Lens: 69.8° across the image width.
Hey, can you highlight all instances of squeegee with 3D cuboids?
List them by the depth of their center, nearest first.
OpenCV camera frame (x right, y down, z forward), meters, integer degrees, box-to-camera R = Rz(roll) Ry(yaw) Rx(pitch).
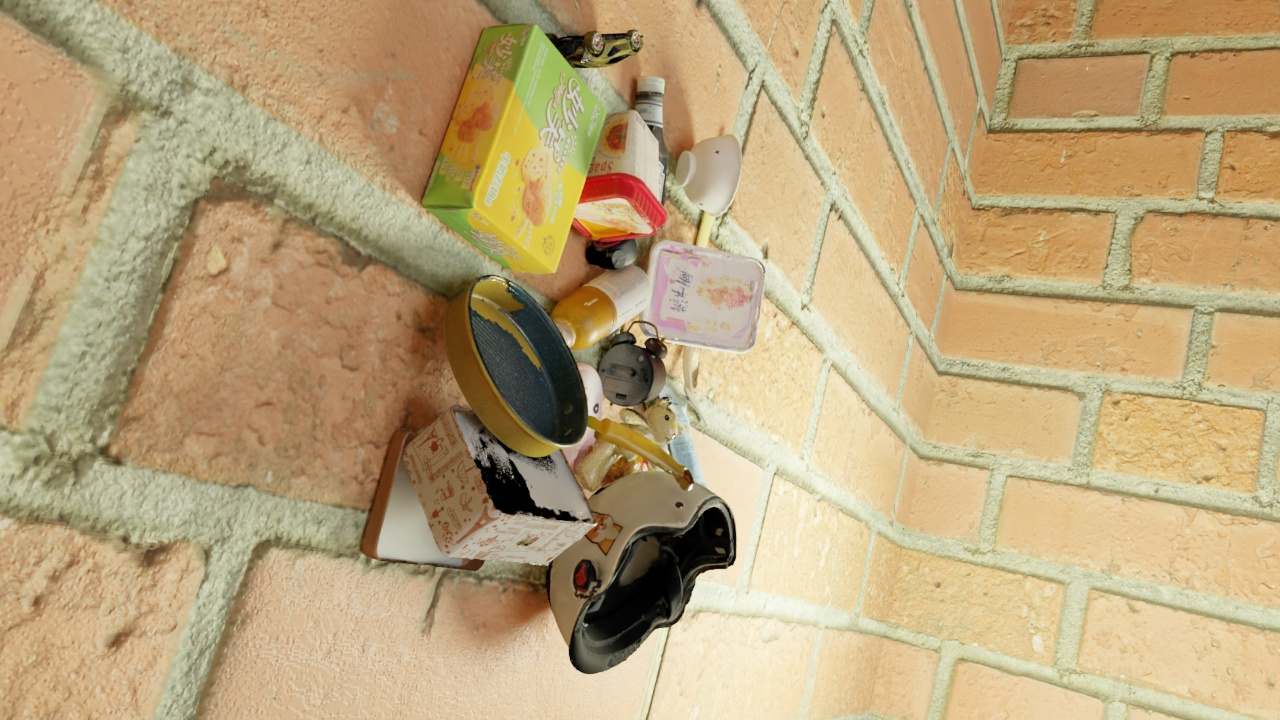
[{"bbox_3d":[0.088,-0.037,1.407,0.246,0.039,0.246,51,47,-74],"label":"squeegee"}]

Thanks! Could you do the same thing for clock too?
[{"bbox_3d":[-0.007,0.007,1.210,0.055,0.082,0.122,2,100,-64],"label":"clock"}]

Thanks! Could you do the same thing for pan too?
[{"bbox_3d":[-0.067,0.048,0.986,0.357,0.078,0.197,48,25,-33],"label":"pan"}]

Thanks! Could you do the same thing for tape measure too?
[{"bbox_3d":[-0.034,-0.142,1.151,0.057,0.057,0.039,-44,133,-35],"label":"tape measure"}]

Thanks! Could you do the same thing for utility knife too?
[{"bbox_3d":[0.115,-0.250,1.415,0.031,0.022,0.216,28,80,-59],"label":"utility knife"}]

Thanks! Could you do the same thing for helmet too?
[{"bbox_3d":[-0.018,0.246,1.170,0.274,0.157,0.230,-47,145,3],"label":"helmet"}]

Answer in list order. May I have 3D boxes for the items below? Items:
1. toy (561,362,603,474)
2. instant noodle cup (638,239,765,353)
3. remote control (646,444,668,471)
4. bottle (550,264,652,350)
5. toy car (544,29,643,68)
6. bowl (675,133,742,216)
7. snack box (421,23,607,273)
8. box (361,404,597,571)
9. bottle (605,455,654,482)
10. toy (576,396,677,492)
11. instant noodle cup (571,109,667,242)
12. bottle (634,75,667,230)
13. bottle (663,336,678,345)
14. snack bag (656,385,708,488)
[{"bbox_3d":[-0.085,0.083,1.131,0.121,0.054,0.160,-39,138,-49],"label":"toy"},{"bbox_3d":[0.081,-0.087,1.287,0.173,0.060,0.138,9,90,-16],"label":"instant noodle cup"},{"bbox_3d":[0.019,0.159,1.354,0.049,0.024,0.125,21,79,-60],"label":"remote control"},{"bbox_3d":[-0.055,-0.061,1.122,0.189,0.068,0.068,-38,129,-50],"label":"bottle"},{"bbox_3d":[-0.052,-0.357,1.049,0.157,0.070,0.042,-34,127,-51],"label":"toy car"},{"bbox_3d":[0.089,-0.269,1.306,0.064,0.118,0.118,7,92,-21],"label":"bowl"},{"bbox_3d":[-0.125,-0.217,0.960,0.157,0.070,0.209,37,66,-56],"label":"snack box"},{"bbox_3d":[-0.181,0.150,0.943,0.175,0.152,0.182,-41,149,16],"label":"box"},{"bbox_3d":[0.010,0.185,1.282,0.175,0.058,0.057,53,52,-38],"label":"bottle"},{"bbox_3d":[-0.016,0.108,1.161,0.157,0.066,0.105,-36,142,-21],"label":"toy"},{"bbox_3d":[-0.031,-0.220,1.092,0.116,0.116,0.124,41,51,-56],"label":"instant noodle cup"},{"bbox_3d":[0.007,-0.270,1.201,0.079,0.044,0.195,-6,102,-60],"label":"bottle"},{"bbox_3d":[0.071,-0.089,1.345,0.149,0.067,0.067,-64,146,-14],"label":"bottle"},{"bbox_3d":[0.062,0.126,1.341,0.110,0.039,0.191,14,58,-59],"label":"snack bag"}]
